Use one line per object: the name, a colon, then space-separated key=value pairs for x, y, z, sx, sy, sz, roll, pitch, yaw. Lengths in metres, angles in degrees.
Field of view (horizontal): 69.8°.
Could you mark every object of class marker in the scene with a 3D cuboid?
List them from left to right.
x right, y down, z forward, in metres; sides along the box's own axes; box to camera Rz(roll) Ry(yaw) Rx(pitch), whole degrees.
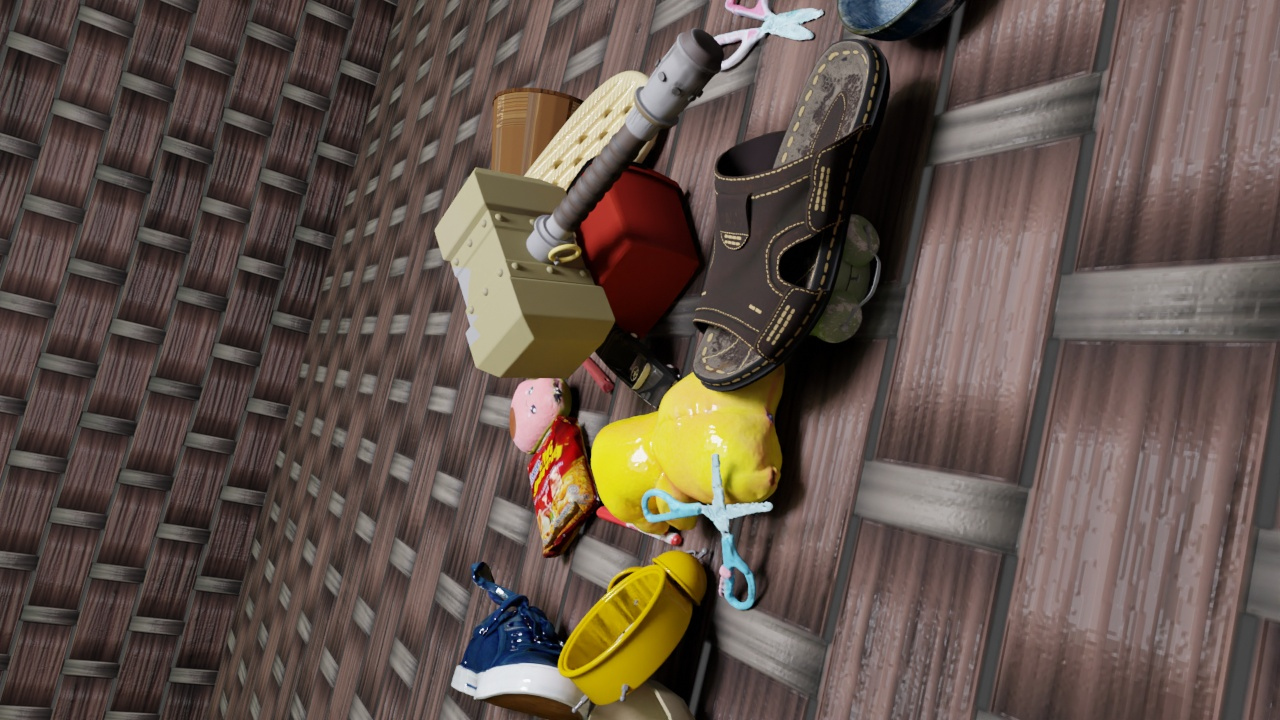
marker: x=-0.003 y=0.152 z=0.845 sx=0.142 sy=0.012 sz=0.012 roll=3 pitch=78 yaw=60

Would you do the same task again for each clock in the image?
clock: x=-0.004 y=0.208 z=0.734 sx=0.114 sy=0.052 sz=0.151 roll=-35 pitch=10 yaw=47
clock: x=0.133 y=-0.061 z=0.684 sx=0.119 sy=0.042 sz=0.094 roll=10 pitch=86 yaw=61

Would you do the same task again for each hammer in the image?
hammer: x=-0.042 y=-0.145 z=0.771 sx=0.326 sy=0.100 sz=0.190 roll=-44 pitch=57 yaw=39

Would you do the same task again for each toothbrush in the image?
toothbrush: x=-0.071 y=-0.004 z=1.038 sx=0.190 sy=0.016 sz=0.016 roll=44 pitch=119 yaw=58

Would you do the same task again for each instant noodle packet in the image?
instant noodle packet: x=-0.084 y=0.133 z=0.971 sx=0.099 sy=0.039 sz=0.135 roll=-61 pitch=32 yaw=36

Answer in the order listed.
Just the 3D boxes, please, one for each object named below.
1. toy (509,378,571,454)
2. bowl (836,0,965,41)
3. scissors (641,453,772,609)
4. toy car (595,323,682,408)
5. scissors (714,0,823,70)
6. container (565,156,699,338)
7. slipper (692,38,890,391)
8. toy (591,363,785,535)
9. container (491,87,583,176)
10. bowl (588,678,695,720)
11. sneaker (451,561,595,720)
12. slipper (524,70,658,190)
toy: x=-0.114 y=0.054 z=1.046 sx=0.110 sy=0.051 sz=0.090 roll=-41 pitch=44 yaw=43
bowl: x=0.201 y=-0.276 z=0.655 sx=0.115 sy=0.060 sz=0.114 roll=-38 pitch=43 yaw=46
scissors: x=0.048 y=0.122 z=0.687 sx=0.134 sy=0.015 sz=0.135 roll=15 pitch=118 yaw=38
toy car: x=-0.005 y=0.005 z=0.870 sx=0.092 sy=0.037 sz=0.040 roll=41 pitch=114 yaw=23
scissors: x=0.114 y=-0.306 z=0.874 sx=0.103 sy=0.016 sz=0.179 roll=-63 pitch=34 yaw=17
container: x=-0.029 y=-0.135 z=0.932 sx=0.148 sy=0.127 sz=0.200 roll=-52 pitch=42 yaw=34
slipper: x=0.093 y=-0.104 z=0.651 sx=0.113 sy=0.075 sz=0.268 roll=32 pitch=102 yaw=60
toy: x=0.035 y=0.063 z=0.745 sx=0.194 sy=0.087 sz=0.134 roll=-28 pitch=48 yaw=49
container: x=-0.130 y=-0.237 z=1.154 sx=0.132 sy=0.132 sz=0.167 roll=-2 pitch=79 yaw=60
bowl: x=0.008 y=0.323 z=0.699 sx=0.153 sy=0.050 sz=0.152 roll=-37 pitch=45 yaw=48
sneaker: x=-0.111 y=0.267 z=0.870 sx=0.295 sy=0.120 sz=0.127 roll=-32 pitch=39 yaw=66
slipper: x=-0.061 y=-0.208 z=1.055 sx=0.262 sy=0.079 sz=0.111 roll=-44 pitch=58 yaw=15
